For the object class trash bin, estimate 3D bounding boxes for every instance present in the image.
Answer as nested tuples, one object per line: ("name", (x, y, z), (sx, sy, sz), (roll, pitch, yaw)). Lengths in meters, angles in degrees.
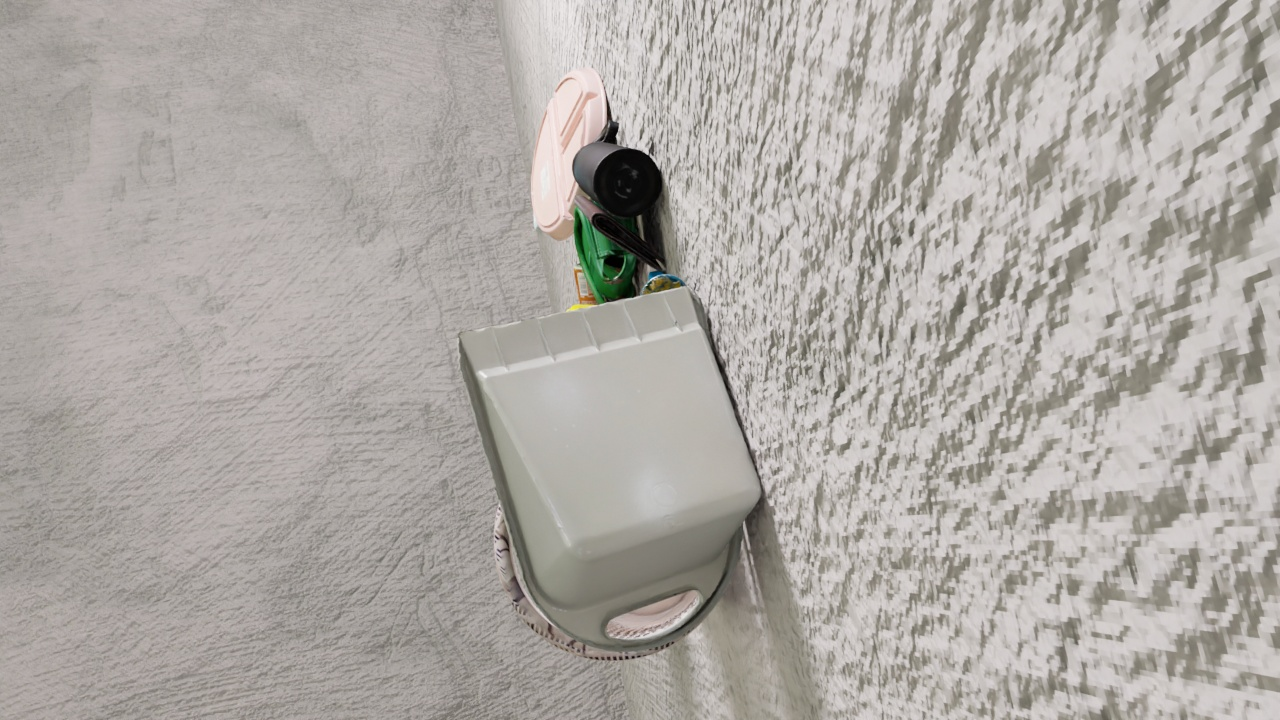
("trash bin", (-0.012, 0.185, 0.921), (0.192, 0.227, 0.227), (65, -169, -69))

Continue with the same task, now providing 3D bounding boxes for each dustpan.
("dustpan", (-0.018, 0.098, 0.769), (0.257, 0.222, 0.143), (64, 153, 26))

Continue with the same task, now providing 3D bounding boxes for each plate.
("plate", (-0.101, -0.275, 1.220), (0.230, 0.028, 0.229), (-175, 90, -65))

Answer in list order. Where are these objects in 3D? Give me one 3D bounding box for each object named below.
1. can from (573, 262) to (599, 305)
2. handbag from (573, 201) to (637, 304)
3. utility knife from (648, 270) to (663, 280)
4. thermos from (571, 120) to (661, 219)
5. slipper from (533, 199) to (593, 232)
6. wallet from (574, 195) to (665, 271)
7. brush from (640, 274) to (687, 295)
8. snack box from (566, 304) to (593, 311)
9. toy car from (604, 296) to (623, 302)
("can", (-0.064, -0.078, 1.400), (0.058, 0.058, 0.147), (-124, 25, -71))
("handbag", (-0.041, -0.130, 1.132), (0.131, 0.068, 0.120), (104, 157, -69))
("utility knife", (0.035, 0.011, 0.969), (0.034, 0.018, 0.216), (-49, -51, -89))
("thermos", (-0.033, -0.214, 1.000), (0.242, 0.068, 0.090), (-122, 43, -70))
("slipper", (-0.103, -0.261, 1.354), (0.246, 0.074, 0.104), (140, 129, -62))
("wallet", (-0.023, -0.140, 0.994), (0.096, 0.020, 0.122), (35, -171, -20))
("brush", (0.032, -0.009, 0.850), (0.073, 0.055, 0.144), (-41, -59, -81))
("snack box", (-0.055, -0.030, 1.240), (0.082, 0.091, 0.080), (-123, 35, -66))
("toy car", (-0.032, -0.093, 1.223), (0.035, 0.042, 0.090), (59, -170, -34))
